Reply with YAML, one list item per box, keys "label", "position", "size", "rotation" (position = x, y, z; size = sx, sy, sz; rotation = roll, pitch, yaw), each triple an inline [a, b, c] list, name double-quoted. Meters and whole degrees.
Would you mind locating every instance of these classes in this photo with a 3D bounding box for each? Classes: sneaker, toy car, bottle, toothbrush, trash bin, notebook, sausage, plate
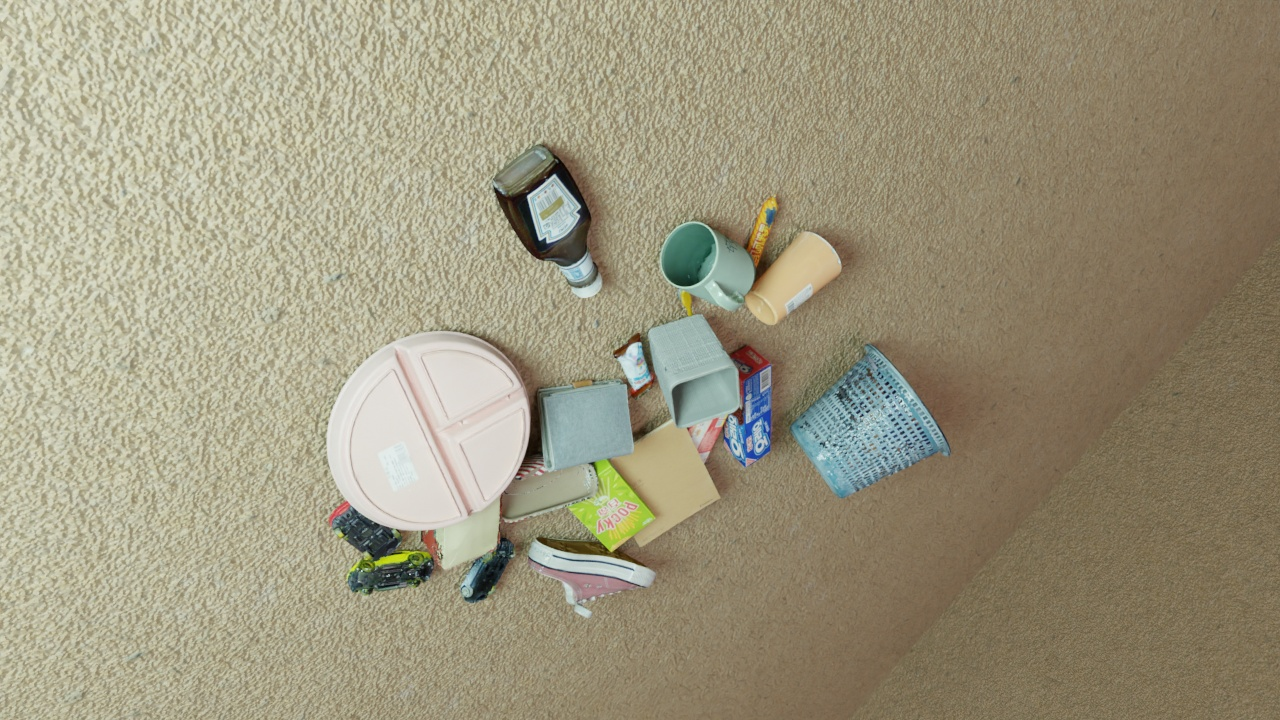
- label: "sneaker"
  position: [-0.077, 0.321, 1.353]
  size: [0.240, 0.118, 0.088]
  rotation: [21, 90, -45]
- label: "toy car"
  position: [-0.210, 0.284, 1.250]
  size: [0.048, 0.031, 0.106]
  rotation: [11, 114, -47]
- label: "bottle"
  position: [-0.087, -0.137, 0.977]
  size: [0.079, 0.044, 0.195]
  rotation: [-40, 143, -9]
- label: "toothbrush"
  position: [0.071, -0.036, 1.248]
  size: [0.016, 0.018, 0.191]
  rotation: [-35, 144, -13]
- label: "trash bin"
  position: [0.367, 0.117, 1.532]
  size: [0.195, 0.226, 0.226]
  rotation: [-35, 143, 5]
- label: "toy car"
  position: [-0.309, 0.258, 1.132]
  size: [0.105, 0.032, 0.048]
  rotation: [-5, 127, -28]
- label: "notebook"
  position: [0.027, 0.184, 1.369]
  size: [0.149, 0.012, 0.211]
  rotation: [-31, 134, -5]
- label: "toy car"
  position: [-0.318, 0.197, 1.065]
  size: [0.049, 0.031, 0.106]
  rotation: [-39, 139, -9]
- label: "sausage"
  position: [0.150, -0.145, 1.217]
  size: [0.021, 0.021, 0.165]
  rotation: [-10, 130, -38]
- label: "plate"
  position: [-0.220, 0.082, 0.994]
  size: [0.229, 0.028, 0.230]
  rotation: [-10, 111, -29]

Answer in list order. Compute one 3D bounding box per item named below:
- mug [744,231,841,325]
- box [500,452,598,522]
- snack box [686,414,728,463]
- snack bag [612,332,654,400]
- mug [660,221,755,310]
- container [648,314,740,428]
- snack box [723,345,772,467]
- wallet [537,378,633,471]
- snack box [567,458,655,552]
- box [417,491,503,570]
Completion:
- label: "mug"
  position: [0.203, -0.107, 1.244]
  size: [0.122, 0.078, 0.078]
  rotation: [-43, 143, -17]
- label: "box"
  position: [-0.116, 0.159, 1.191]
  size: [0.162, 0.076, 0.087]
  rotation: [-14, 103, -39]
- label: "snack box"
  position: [0.075, 0.132, 1.392]
  size: [0.075, 0.025, 0.153]
  rotation: [0, 123, -43]
- label: "snack bag"
  position: [-0.007, 0.007, 1.199]
  size: [0.045, 0.026, 0.105]
  rotation: [-36, 140, -12]
- label: "mug"
  position: [0.093, -0.105, 1.123]
  size: [0.082, 0.111, 0.106]
  rotation: [-40, 149, 21]
- label: "container"
  position: [0.065, 0.010, 1.186]
  size: [0.090, 0.114, 0.090]
  rotation: [-17, 138, -8]
- label: "snack box"
  position: [0.163, 0.074, 1.398]
  size: [0.057, 0.058, 0.208]
  rotation: [-31, 140, -20]
- label: "wallet"
  position: [-0.071, 0.078, 1.167]
  size: [0.129, 0.037, 0.106]
  rotation: [-8, 92, -39]
- label: "snack box"
  position: [-0.046, 0.208, 1.318]
  size: [0.086, 0.026, 0.156]
  rotation: [-36, 134, -2]
- label: "box"
  position: [-0.215, 0.172, 1.105]
  size: [0.091, 0.078, 0.169]
  rotation: [-18, 134, -33]
